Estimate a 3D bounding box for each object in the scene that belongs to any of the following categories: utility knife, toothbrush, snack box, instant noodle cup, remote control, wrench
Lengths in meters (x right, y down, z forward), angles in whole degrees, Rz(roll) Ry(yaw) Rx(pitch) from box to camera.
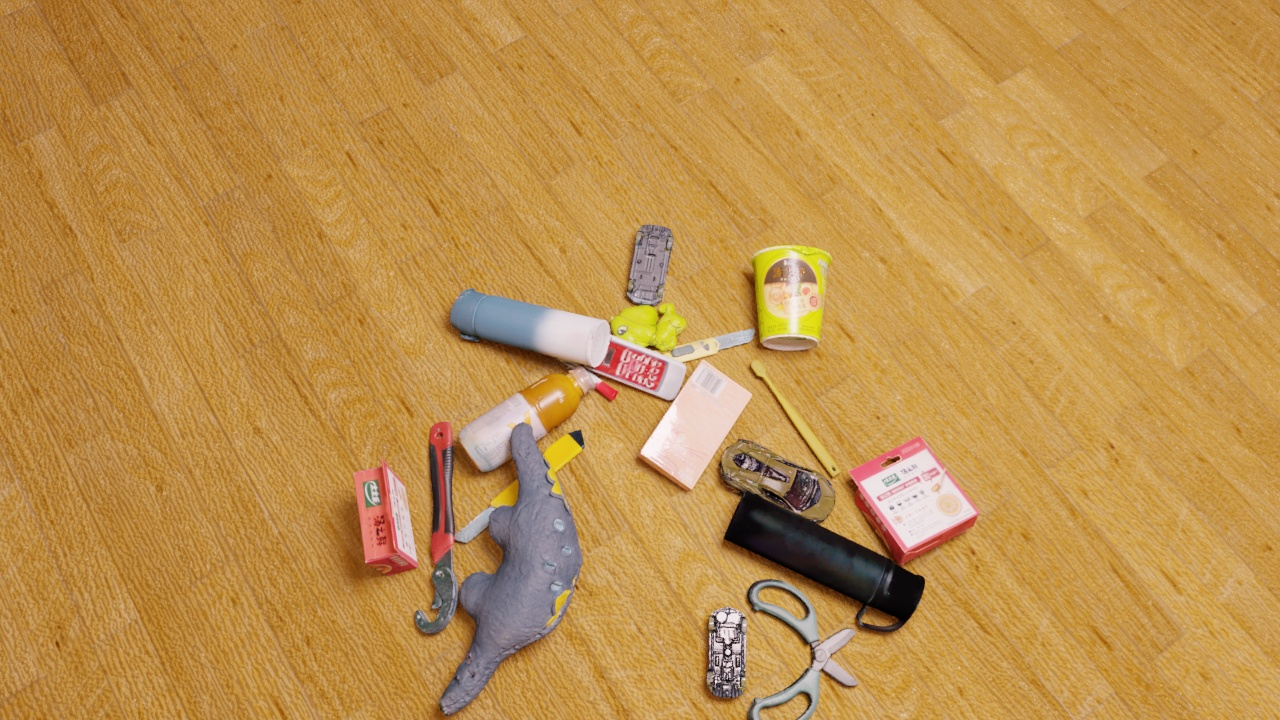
[{"bbox_3d":[-0.155,0.164,1.194,0.215,0.015,0.033,-40,73,-15],"label":"utility knife"},{"bbox_3d":[0.206,0.077,1.233,0.015,0.017,0.190,-31,73,-13],"label":"toothbrush"},{"bbox_3d":[0.344,0.177,1.171,0.113,0.044,0.127,-24,57,-10],"label":"snack box"},{"bbox_3d":[0.205,-0.080,1.251,0.111,0.112,0.123,2,76,0],"label":"instant noodle cup"},{"bbox_3d":[-0.314,0.194,1.121,0.044,0.127,0.113,-12,68,-6],"label":"snack box"},{"bbox_3d":[0.062,-0.013,1.270,0.204,0.021,0.031,-12,74,-10],"label":"utility knife"},{"bbox_3d":[0.073,0.085,1.213,0.084,0.026,0.157,36,73,-2],"label":"snack box"},{"bbox_3d":[-0.007,0.007,1.241,0.136,0.020,0.056,22,96,3],"label":"remote control"},{"bbox_3d":[-0.255,0.207,1.170,0.056,0.016,0.273,-11,66,18],"label":"wrench"}]

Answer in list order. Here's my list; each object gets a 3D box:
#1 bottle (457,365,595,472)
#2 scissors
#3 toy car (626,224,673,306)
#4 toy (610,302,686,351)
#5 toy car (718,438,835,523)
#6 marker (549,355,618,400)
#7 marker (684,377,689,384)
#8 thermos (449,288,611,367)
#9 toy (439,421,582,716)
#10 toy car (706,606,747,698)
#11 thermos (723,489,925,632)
[{"bbox_3d":[-0.146,0.072,1.202,0.189,0.068,0.068,-34,73,-13],"label":"bottle"},{"bbox_3d":[0.174,0.356,1.121,0.171,0.019,0.170,-37,72,-12],"label":"scissors"},{"bbox_3d":[0.014,-0.135,1.304,0.054,0.037,0.120,10,79,2],"label":"toy car"},{"bbox_3d":[0.008,-0.045,1.268,0.100,0.031,0.096,24,71,14],"label":"toy"},{"bbox_3d":[0.179,0.156,1.189,0.158,0.042,0.070,24,71,6],"label":"toy car"},{"bbox_3d":[-0.092,0.008,1.256,0.145,0.017,0.017,35,72,12],"label":"marker"},{"bbox_3d":[0.046,0.075,1.233,0.018,0.015,0.124,30,74,-3],"label":"marker"},{"bbox_3d":[-0.151,-0.044,1.232,0.221,0.070,0.070,13,68,19],"label":"thermos"},{"bbox_3d":[-0.145,0.257,1.111,0.138,0.091,0.355,15,77,5],"label":"toy"},{"bbox_3d":[0.105,0.354,1.113,0.049,0.031,0.105,4,70,0],"label":"toy car"},{"bbox_3d":[0.222,0.253,1.138,0.242,0.068,0.090,25,87,8],"label":"thermos"}]
